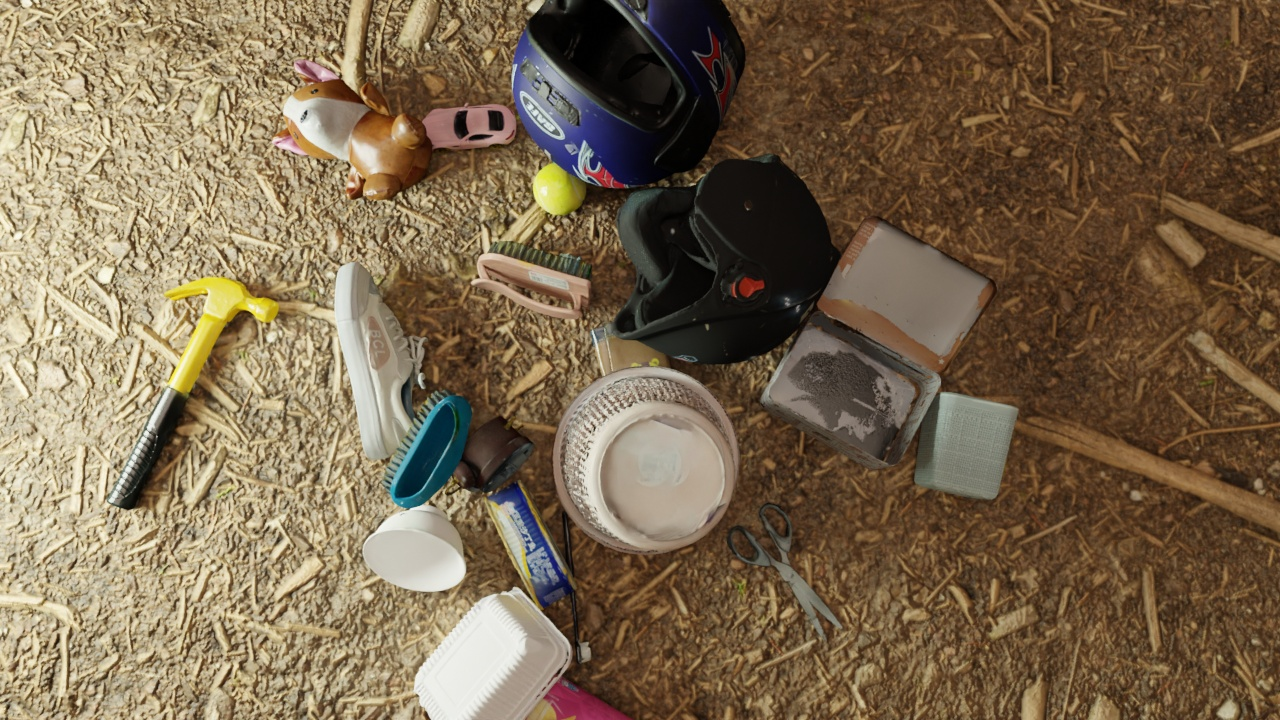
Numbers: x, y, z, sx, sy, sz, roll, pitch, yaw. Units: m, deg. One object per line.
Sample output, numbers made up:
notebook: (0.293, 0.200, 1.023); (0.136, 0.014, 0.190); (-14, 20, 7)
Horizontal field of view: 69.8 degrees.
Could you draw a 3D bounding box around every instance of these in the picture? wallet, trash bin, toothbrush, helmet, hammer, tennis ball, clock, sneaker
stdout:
wallet: (-0.007, 0.007, 1.127); (0.090, 0.033, 0.115); (-13, 85, -4)
trash bin: (0.014, 0.118, 1.012); (0.227, 0.192, 0.227); (0, 89, -5)
toothbrush: (-0.078, 0.268, 1.092); (0.018, 0.016, 0.181); (-7, 82, -8)
helmet: (-0.028, -0.324, 1.037); (0.247, 0.315, 0.240); (44, 95, 13)
hammer: (-0.562, 0.036, 1.113); (0.129, 0.033, 0.300); (22, 81, 3)
helmet: (0.094, -0.106, 1.046); (0.230, 0.234, 0.274); (36, 80, -19)
tennis ball: (-0.101, -0.214, 1.143); (0.065, 0.065, 0.065); (0, 81, -1)
clock: (-0.181, 0.119, 1.081); (0.122, 0.082, 0.055); (-44, 80, -8)
sneaker: (-0.301, -0.007, 1.096); (0.090, 0.089, 0.242); (-13, 82, -5)

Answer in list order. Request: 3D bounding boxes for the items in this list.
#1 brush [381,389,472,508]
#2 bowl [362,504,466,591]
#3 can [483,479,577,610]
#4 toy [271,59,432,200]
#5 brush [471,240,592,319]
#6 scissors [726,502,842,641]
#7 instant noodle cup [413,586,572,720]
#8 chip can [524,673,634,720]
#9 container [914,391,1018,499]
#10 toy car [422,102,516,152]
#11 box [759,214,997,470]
brush: (-0.235, 0.106, 1.042); (0.073, 0.055, 0.144); (29, 90, 43)
bowl: (-0.254, 0.208, 1.067); (0.118, 0.118, 0.064); (7, 42, 0)
can: (-0.128, 0.212, 1.066); (0.049, 0.075, 0.148); (-29, 71, -7)
toy: (-0.360, -0.279, 1.128); (0.199, 0.130, 0.140); (32, 101, 12)
brush: (-0.131, -0.099, 1.125); (0.145, 0.063, 0.073); (17, 71, 2)
scissors: (0.172, 0.257, 1.100); (0.156, 0.014, 0.168); (4, 84, -2)
instant noodle cup: (-0.175, 0.345, 1.022); (0.173, 0.060, 0.138); (-50, 48, -6)
chip can: (-0.035, 0.430, 1.037); (0.210, 0.071, 0.071); (30, 82, 4)
container: (0.381, 0.103, 1.090); (0.090, 0.090, 0.111); (13, 85, 1)
toy car: (-0.219, -0.297, 1.170); (0.122, 0.037, 0.056); (-5, 80, -1)
box: (0.283, -0.020, 1.096); (0.179, 0.105, 0.260); (29, 82, 4)
